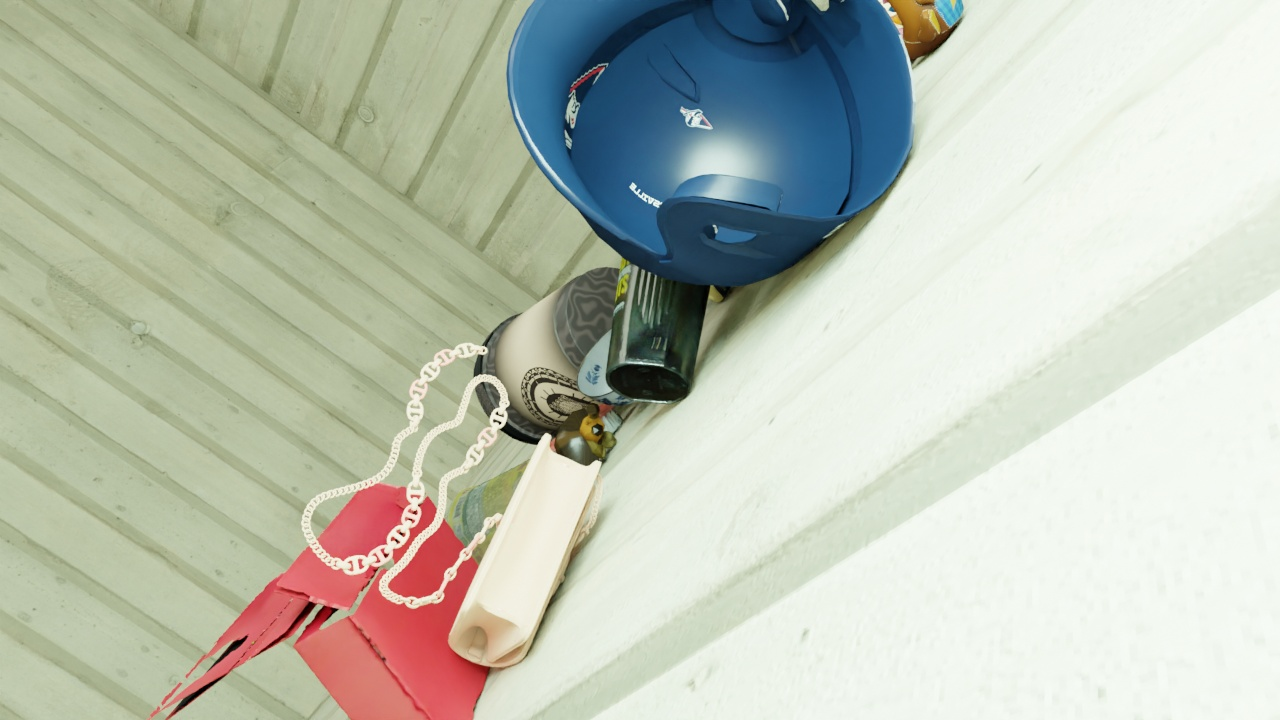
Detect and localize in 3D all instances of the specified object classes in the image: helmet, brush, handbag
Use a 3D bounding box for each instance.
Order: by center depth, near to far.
[{"bbox_3d":[0.033,-0.173,0.669,0.224,0.272,0.232,-21,48,65],"label":"helmet"},{"bbox_3d":[-0.134,0.112,0.699,0.117,0.187,0.198,-52,12,55],"label":"handbag"},{"bbox_3d":[-0.028,0.054,0.964,0.172,0.030,0.041,-38,8,12],"label":"brush"}]

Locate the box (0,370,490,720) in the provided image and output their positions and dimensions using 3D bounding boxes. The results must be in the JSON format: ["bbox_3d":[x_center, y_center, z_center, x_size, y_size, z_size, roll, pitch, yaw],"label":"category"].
[{"bbox_3d":[-0.285,0.135,0.710,0.107,0.409,0.211,-55,7,12],"label":"box"}]

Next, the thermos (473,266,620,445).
[{"bbox_3d":[-0.079,-0.006,1.076,0.227,0.172,0.172,-33,21,54],"label":"thermos"}]

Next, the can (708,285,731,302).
[{"bbox_3d":[0.053,-0.133,0.933,0.135,0.075,0.104,27,80,40],"label":"can"}]

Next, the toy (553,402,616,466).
[{"bbox_3d":[-0.051,0.073,0.895,0.100,0.062,0.076,112,151,-53],"label":"toy"}]

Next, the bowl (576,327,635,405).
[{"bbox_3d":[-0.005,0.005,0.910,0.114,0.045,0.114,-32,30,21],"label":"bowl"}]

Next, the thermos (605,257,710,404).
[{"bbox_3d":[0.023,-0.074,0.799,0.098,0.098,0.220,-44,30,54],"label":"thermos"}]

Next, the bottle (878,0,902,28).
[{"bbox_3d":[0.248,-0.342,0.934,0.109,0.063,0.063,-54,6,-17],"label":"bottle"}]

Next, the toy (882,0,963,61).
[{"bbox_3d":[0.221,-0.300,0.785,0.070,0.090,0.103,-57,12,-27],"label":"toy"}]

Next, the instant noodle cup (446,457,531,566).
[{"bbox_3d":[-0.109,0.139,0.848,0.108,0.102,0.102,-38,15,36],"label":"instant noodle cup"}]
